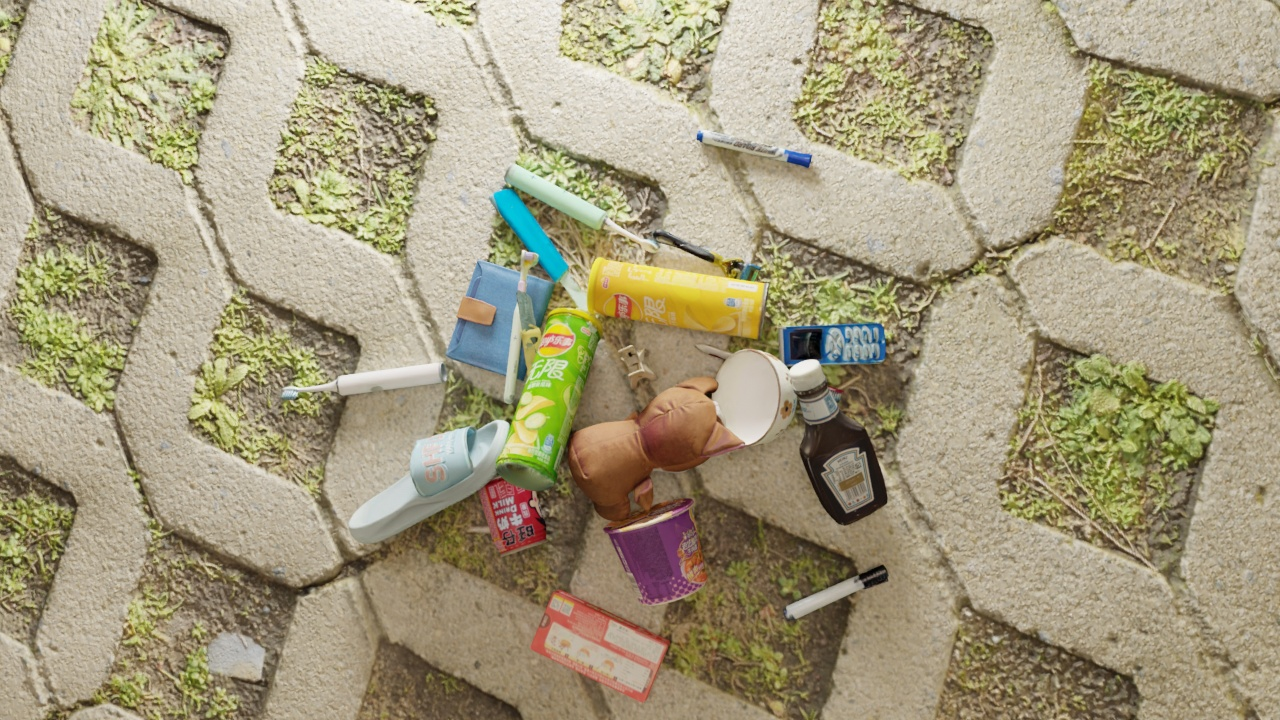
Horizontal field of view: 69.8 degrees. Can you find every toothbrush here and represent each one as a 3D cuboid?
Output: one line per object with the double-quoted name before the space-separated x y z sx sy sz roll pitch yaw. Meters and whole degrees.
"toothbrush" -0.150 -0.041 1.130 0.020 0.029 0.189 7 88 38
"toothbrush" -0.074 -0.190 1.161 0.224 0.027 0.027 29 121 10
"toothbrush" 0.154 0.013 1.113 0.187 0.016 0.017 19 96 9
"toothbrush" -0.357 0.029 1.177 0.221 0.027 0.026 -7 49 7

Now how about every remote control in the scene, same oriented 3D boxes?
"remote control" 0.229 -0.018 1.100 0.125 0.024 0.049 -1 84 7

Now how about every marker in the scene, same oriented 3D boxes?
"marker" 0.229 0.273 1.072 0.131 0.018 0.022 -26 90 4
"marker" 0.141 -0.265 1.143 0.146 0.017 0.017 16 86 10

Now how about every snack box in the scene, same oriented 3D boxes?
"snack box" -0.049 0.341 1.101 0.153 0.025 0.075 22 88 10

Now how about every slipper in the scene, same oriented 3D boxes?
"slipper" -0.259 0.136 1.110 0.246 0.104 0.074 -31 111 11

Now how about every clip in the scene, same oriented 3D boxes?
"clip" -0.010 -0.004 1.097 0.035 0.104 0.080 -22 67 7

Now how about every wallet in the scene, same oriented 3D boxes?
"wallet" -0.177 -0.051 1.157 0.106 0.040 0.133 18 86 5

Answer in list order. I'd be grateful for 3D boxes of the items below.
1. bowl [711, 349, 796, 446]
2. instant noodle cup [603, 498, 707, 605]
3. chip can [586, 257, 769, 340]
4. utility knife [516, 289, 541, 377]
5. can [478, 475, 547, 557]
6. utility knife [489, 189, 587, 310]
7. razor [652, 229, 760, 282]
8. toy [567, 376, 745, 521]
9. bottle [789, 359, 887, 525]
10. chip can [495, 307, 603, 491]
"bowl" 0.143 0.046 1.076 0.114 0.062 0.113 -14 72 51
"instant noodle cup" 0.025 0.223 1.067 0.111 0.111 0.099 -20 91 5
"chip can" 0.045 -0.075 1.109 0.213 0.072 0.072 9 85 9
"utility knife" -0.130 0.009 1.130 0.030 0.020 0.195 -13 95 -30
"can" -0.154 0.184 1.112 0.066 0.066 0.093 -19 81 6
"utility knife" -0.121 -0.136 1.165 0.034 0.018 0.206 -35 80 -11
"razor" 0.079 -0.129 1.135 0.143 0.022 0.043 26 124 11
"toy" 0.018 0.103 1.071 0.200 0.130 0.140 -32 52 8
"bottle" 0.217 0.091 1.037 0.080 0.044 0.195 -26 109 -5
"chip can" -0.105 0.045 1.074 0.072 0.073 0.220 10 60 9
